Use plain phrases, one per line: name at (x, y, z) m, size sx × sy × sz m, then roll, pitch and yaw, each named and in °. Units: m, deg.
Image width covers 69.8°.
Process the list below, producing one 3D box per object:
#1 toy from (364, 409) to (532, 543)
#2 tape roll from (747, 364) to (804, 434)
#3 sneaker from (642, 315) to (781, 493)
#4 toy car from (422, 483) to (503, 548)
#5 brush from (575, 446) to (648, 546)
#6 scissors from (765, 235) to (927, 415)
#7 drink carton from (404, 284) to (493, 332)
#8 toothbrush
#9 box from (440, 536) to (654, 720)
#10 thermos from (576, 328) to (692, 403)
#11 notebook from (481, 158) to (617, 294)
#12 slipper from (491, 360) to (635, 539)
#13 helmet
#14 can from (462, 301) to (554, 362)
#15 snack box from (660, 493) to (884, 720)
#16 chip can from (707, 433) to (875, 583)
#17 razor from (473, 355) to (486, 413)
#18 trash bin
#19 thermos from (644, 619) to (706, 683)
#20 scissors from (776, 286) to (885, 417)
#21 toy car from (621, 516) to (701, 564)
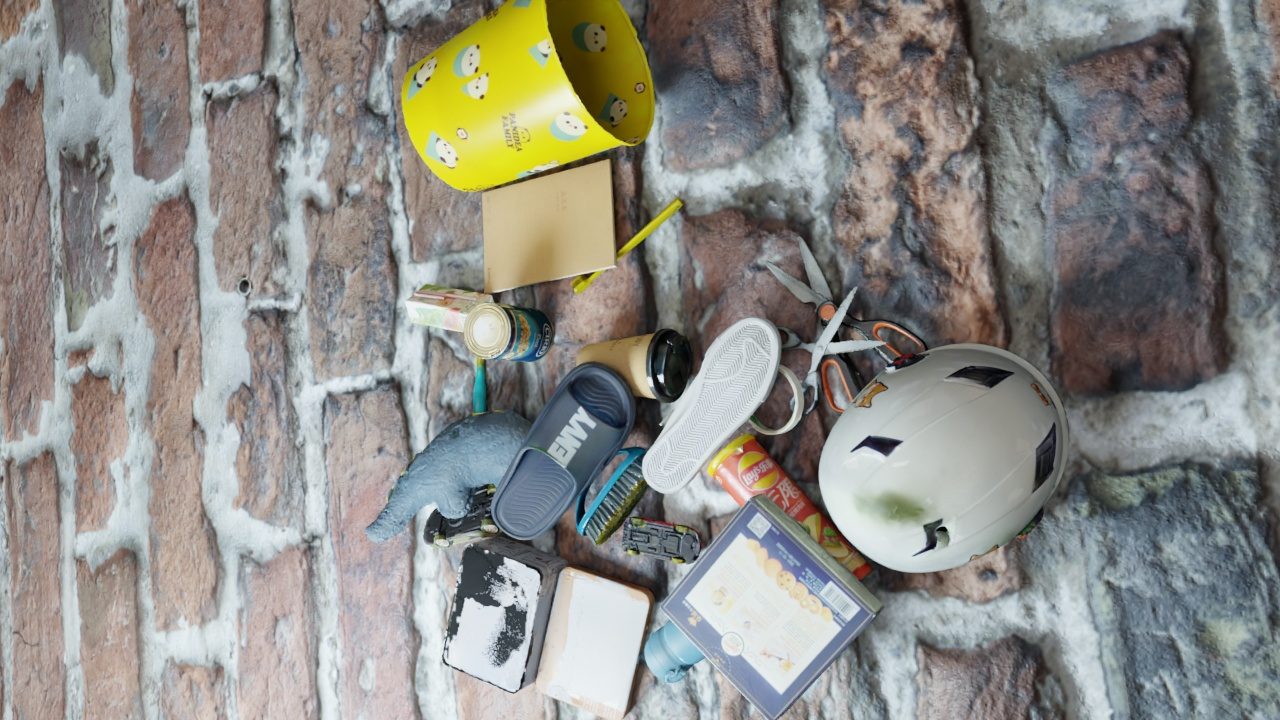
toy at (-0.212, 0.138, 1.235) m, size 0.357 × 0.091 × 0.137 m, roll -19°, pitch 58°, yaw 10°
tape roll at (0.157, 0.046, 1.100) m, size 0.086 × 0.013 × 0.086 m, roll 5°, pitch 97°, yaw 45°
sneaker at (0.092, 0.054, 1.110) m, size 0.089 × 0.090 × 0.242 m, roll 36°, pitch 101°, yaw 10°
toy car at (-0.236, 0.220, 1.277) m, size 0.158 × 0.042 × 0.070 m, roll -18°, pitch 44°, yaw 25°
brush at (-0.038, 0.167, 1.183) m, size 0.073 × 0.055 × 0.144 m, roll 41°, pitch 106°, yaw 20°
scissors at (0.241, -0.044, 1.074) m, size 0.205 × 0.021 × 0.224 m, roll -4°, pitch 87°, yaw 25°
drink carton at (-0.268, -0.074, 1.296) m, size 0.123 × 0.053 × 0.046 m, roll 12°, pitch 130°, yaw 26°
toothbrush at (-0.020, -0.151, 1.206) m, size 0.190 × 0.015 × 0.016 m, roll -38°, pitch 67°, yaw 20°
box at (-0.121, 0.352, 1.211) m, size 0.261 × 0.082 × 0.177 m, roll 14°, pitch 94°, yaw 22°
thermos at (-0.007, 0.007, 1.159) m, size 0.143 × 0.093 × 0.093 m, roll 0°, pitch 88°, yaw 33°
notebook at (-0.129, -0.181, 1.254) m, size 0.212 × 0.012 × 0.149 m, roll -9°, pitch 79°, yaw 27°
slipper at (-0.099, 0.128, 1.132) m, size 0.110 × 0.083 × 0.269 m, roll 33°, pitch 108°, yaw -5°
helmet at (0.311, 0.107, 0.954) m, size 0.274 × 0.156 × 0.230 m, roll -37°, pitch 81°, yaw 17°
can at (-0.175, -0.037, 1.224) m, size 0.075 × 0.111 × 0.075 m, roll -1°, pitch 88°, yaw 25°
snack box at (0.142, 0.275, 1.025) m, size 0.178 × 0.045 × 0.183 m, roll 43°, pitch 109°, yaw 19°
chip can at (0.174, 0.186, 1.073) m, size 0.073 × 0.073 × 0.216 m, roll -48°, pitch 72°, yaw 17°
razor at (-0.227, 0.021, 1.293) m, size 0.043 × 0.028 × 0.132 m, roll -1°, pitch 85°, yaw -6°
trash bin at (-0.148, -0.343, 1.168) m, size 0.256 × 0.229 × 0.229 m, roll -15°, pitch 82°, yaw 30°
thermos at (0.096, 0.307, 1.109) m, size 0.221 × 0.070 × 0.070 m, roll -44°, pitch 71°, yaw 18°
scissors at (0.206, -0.009, 1.060) m, size 0.181 × 0.014 × 0.159 m, roll 11°, pitch 106°, yaw 48°
toy car at (0.028, 0.228, 1.162) m, size 0.106 × 0.031 × 0.049 m, roll 6°, pitch 92°, yaw 24°
